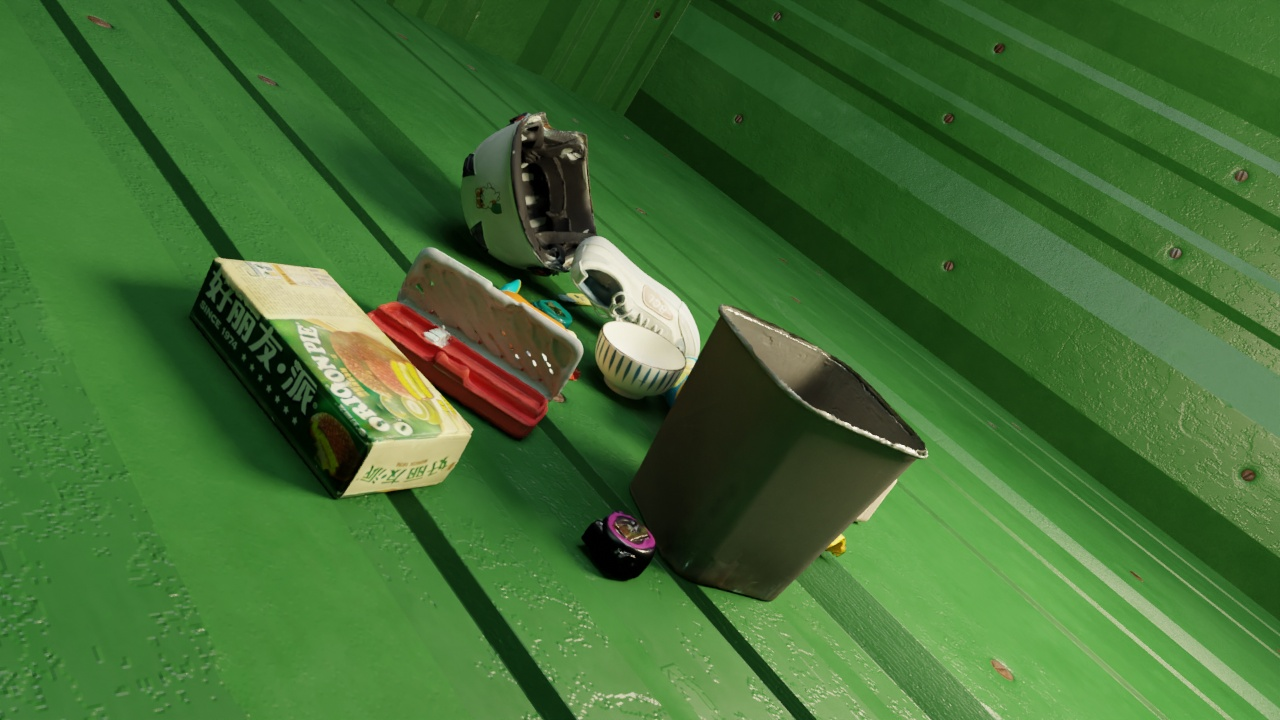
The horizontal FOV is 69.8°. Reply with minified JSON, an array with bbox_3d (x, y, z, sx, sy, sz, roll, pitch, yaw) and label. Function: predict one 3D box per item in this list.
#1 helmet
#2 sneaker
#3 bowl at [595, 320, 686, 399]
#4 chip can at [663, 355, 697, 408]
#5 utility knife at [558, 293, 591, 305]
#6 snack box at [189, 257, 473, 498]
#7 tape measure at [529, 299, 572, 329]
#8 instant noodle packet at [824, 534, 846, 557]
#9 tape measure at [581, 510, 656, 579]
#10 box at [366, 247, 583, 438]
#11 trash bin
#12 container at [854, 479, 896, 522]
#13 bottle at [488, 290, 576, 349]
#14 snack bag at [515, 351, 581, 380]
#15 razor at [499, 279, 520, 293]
[{"bbox_3d":[-0.173,-0.232,1.327,0.157,0.230,0.273,-6,8,24],"label":"helmet"},{"bbox_3d":[-0.006,-0.067,1.299,0.242,0.090,0.090,44,33,-19],"label":"sneaker"},{"bbox_3d":[-0.007,0.007,1.162,0.116,0.066,0.116,21,23,-10],"label":"bowl"},{"bbox_3d":[0.076,0.070,1.144,0.071,0.071,0.210,26,19,-22],"label":"chip can"},{"bbox_3d":[-0.075,-0.090,1.399,0.031,0.019,0.182,35,22,24],"label":"utility knife"},{"bbox_3d":[-0.256,0.008,0.757,0.240,0.063,0.114,42,20,24],"label":"snack box"},{"bbox_3d":[-0.117,-0.061,1.229,0.054,0.025,0.058,39,20,21],"label":"tape measure"},{"bbox_3d":[0.170,0.181,1.061,0.128,0.044,0.110,12,32,-44],"label":"instant noodle packet"},{"bbox_3d":[-0.015,0.161,0.806,0.057,0.039,0.057,44,21,31],"label":"tape measure"},{"bbox_3d":[-0.167,-0.021,0.924,0.201,0.100,0.094,33,18,0],"label":"box"},{"bbox_3d":[0.121,0.099,0.908,0.198,0.220,0.199,21,21,-30],"label":"trash bin"},{"bbox_3d":[0.260,0.154,1.213,0.110,0.090,0.090,12,28,-43],"label":"container"},{"bbox_3d":[-0.125,-0.032,1.091,0.149,0.067,0.066,25,18,-46],"label":"bottle"},{"bbox_3d":[-0.117,0.005,1.057,0.105,0.026,0.045,10,32,-46],"label":"snack bag"},{"bbox_3d":[-0.185,-0.087,1.173,0.043,0.028,0.132,6,14,18],"label":"razor"}]
